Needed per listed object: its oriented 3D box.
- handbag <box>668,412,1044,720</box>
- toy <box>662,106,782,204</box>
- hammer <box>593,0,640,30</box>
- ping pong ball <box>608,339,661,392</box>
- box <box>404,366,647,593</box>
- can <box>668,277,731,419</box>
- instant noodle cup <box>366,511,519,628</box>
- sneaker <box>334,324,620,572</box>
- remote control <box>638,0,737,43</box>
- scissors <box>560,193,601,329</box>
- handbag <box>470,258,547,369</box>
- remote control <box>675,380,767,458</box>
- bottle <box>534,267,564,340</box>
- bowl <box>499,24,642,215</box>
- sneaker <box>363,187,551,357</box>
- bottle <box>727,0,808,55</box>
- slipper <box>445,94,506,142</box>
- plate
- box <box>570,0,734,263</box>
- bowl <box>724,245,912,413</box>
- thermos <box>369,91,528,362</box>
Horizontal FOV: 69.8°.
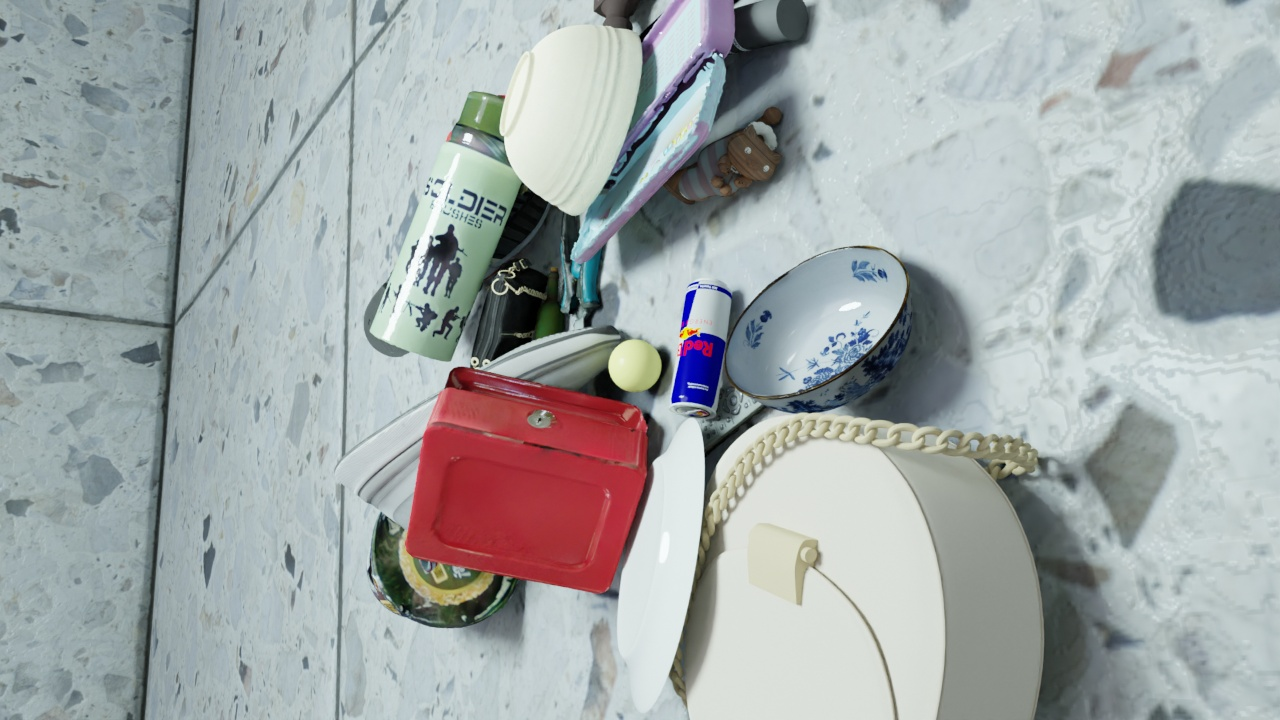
[{"bbox_3d":[0.108,0.134,0.482,0.211,0.103,0.208,4,88,64],"label":"handbag"},{"bbox_3d":[0.057,-0.135,0.639,0.102,0.041,0.054,-30,37,38],"label":"toy"},{"bbox_3d":[0.065,-0.338,0.658,0.324,0.033,0.115,-15,66,53],"label":"hammer"},{"bbox_3d":[-0.004,0.004,0.695,0.040,0.040,0.040,-14,72,52],"label":"ping pong ball"},{"bbox_3d":[-0.081,0.090,0.663,0.110,0.157,0.134,-104,27,-69],"label":"box"},{"bbox_3d":[0.042,-0.008,0.627,0.032,0.032,0.095,-16,59,51],"label":"can"},{"bbox_3d":[-0.191,0.181,0.850,0.113,0.137,0.137,-34,57,57],"label":"instant noodle cup"},{"bbox_3d":[-0.115,0.068,0.753,0.263,0.096,0.128,-32,96,9],"label":"sneaker"},{"bbox_3d":[0.041,-0.269,0.707,0.150,0.013,0.034,-27,62,48],"label":"remote control"},{"bbox_3d":[-0.052,-0.076,0.793,0.123,0.019,0.148,52,126,44],"label":"scissors"},{"bbox_3d":[-0.124,-0.030,0.825,0.054,0.079,0.128,18,99,11],"label":"handbag"},{"bbox_3d":[0.069,0.025,0.614,0.137,0.013,0.033,-45,49,39],"label":"remote control"},{"bbox_3d":[-0.081,-0.031,0.818,0.025,0.025,0.106,-2,82,54],"label":"bottle"},{"bbox_3d":[-0.064,-0.197,0.721,0.151,0.075,0.150,-166,91,-69],"label":"bowl"},{"bbox_3d":[-0.174,-0.108,0.905,0.240,0.089,0.124,-47,5,2],"label":"sneaker"},{"bbox_3d":[0.068,-0.234,0.650,0.113,0.030,0.030,12,93,54],"label":"bottle"},{"bbox_3d":[-0.173,-0.197,0.948,0.250,0.059,0.103,-38,55,45],"label":"slipper"},{"bbox_3d":[0.007,0.129,0.599,0.188,0.016,0.188,-170,92,-83],"label":"plate"},{"bbox_3d":[0.002,-0.172,0.680,0.215,0.035,0.150,-35,41,58],"label":"box"},{"bbox_3d":[0.108,-0.009,0.523,0.114,0.045,0.114,-29,33,20],"label":"bowl"},{"bbox_3d":[-0.156,-0.118,0.804,0.082,0.082,0.231,25,94,53],"label":"thermos"}]
